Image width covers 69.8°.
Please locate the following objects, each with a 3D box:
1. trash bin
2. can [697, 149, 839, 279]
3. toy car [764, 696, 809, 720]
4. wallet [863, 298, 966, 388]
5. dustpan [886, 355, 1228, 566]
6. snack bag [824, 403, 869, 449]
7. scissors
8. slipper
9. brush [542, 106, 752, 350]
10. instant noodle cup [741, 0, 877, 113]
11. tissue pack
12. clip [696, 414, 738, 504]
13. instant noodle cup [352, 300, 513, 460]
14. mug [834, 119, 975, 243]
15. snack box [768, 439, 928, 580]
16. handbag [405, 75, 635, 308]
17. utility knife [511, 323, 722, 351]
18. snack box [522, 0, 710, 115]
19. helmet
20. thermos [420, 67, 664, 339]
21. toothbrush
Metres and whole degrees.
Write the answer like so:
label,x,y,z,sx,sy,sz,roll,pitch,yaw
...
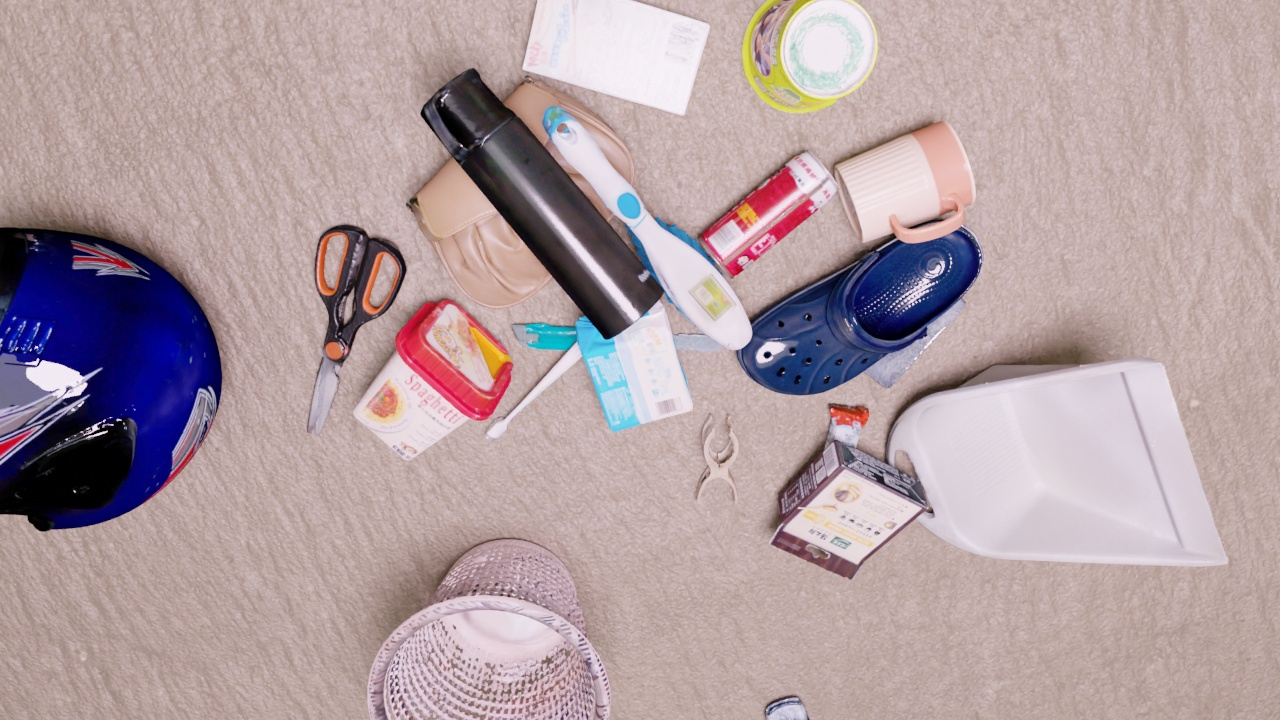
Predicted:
label,x,y,z,sx,sy,sz,roll,pitch,yaw
trash bin,-0.143,0.293,0.942,0.227,0.192,0.228,0,108,-1
can,0.122,-0.139,0.877,0.133,0.053,0.053,-39,104,11
toy car,0.183,0.445,1.082,0.049,0.031,0.105,-22,108,7
wallet,0.253,-0.043,0.930,0.097,0.019,0.121,37,105,-9
dustpan,0.376,0.114,0.893,0.142,0.258,0.223,-32,107,-15
snack bag,0.211,0.095,0.969,0.045,0.026,0.105,7,109,-8
scissors,-0.316,-0.030,0.929,0.139,0.021,0.235,42,107,-5
slipper,0.215,-0.040,0.877,0.253,0.095,0.105,-32,99,10
brush,0.009,-0.113,0.814,0.060,0.109,0.314,-40,121,5
instant noodle cup,0.151,-0.269,0.798,0.111,0.123,0.112,0,108,-1
tissue pack,-0.005,0.005,0.905,0.090,0.063,0.140,-16,130,4
clip,0.084,0.108,0.970,0.074,0.034,0.101,1,113,-2
instant noodle cup,-0.207,0.023,0.903,0.124,0.116,0.116,-40,105,24
mug,0.247,-0.153,0.846,0.106,0.114,0.082,-21,141,8
snack box,0.213,0.157,0.959,0.113,0.053,0.126,27,125,-17
handbag,-0.107,-0.149,0.847,0.204,0.099,0.148,-45,109,8
utility knife,-0.022,-0.022,0.935,0.219,0.013,0.029,1,112,-2
snack box,-0.023,-0.287,0.841,0.157,0.026,0.085,15,108,-5
helmet,-0.531,0.040,0.830,0.316,0.247,0.240,-43,138,9
thermos,-0.085,-0.123,0.762,0.069,0.089,0.242,-34,104,31
toothbrush,-0.097,0.020,0.941,0.016,0.016,0.180,39,108,-25
